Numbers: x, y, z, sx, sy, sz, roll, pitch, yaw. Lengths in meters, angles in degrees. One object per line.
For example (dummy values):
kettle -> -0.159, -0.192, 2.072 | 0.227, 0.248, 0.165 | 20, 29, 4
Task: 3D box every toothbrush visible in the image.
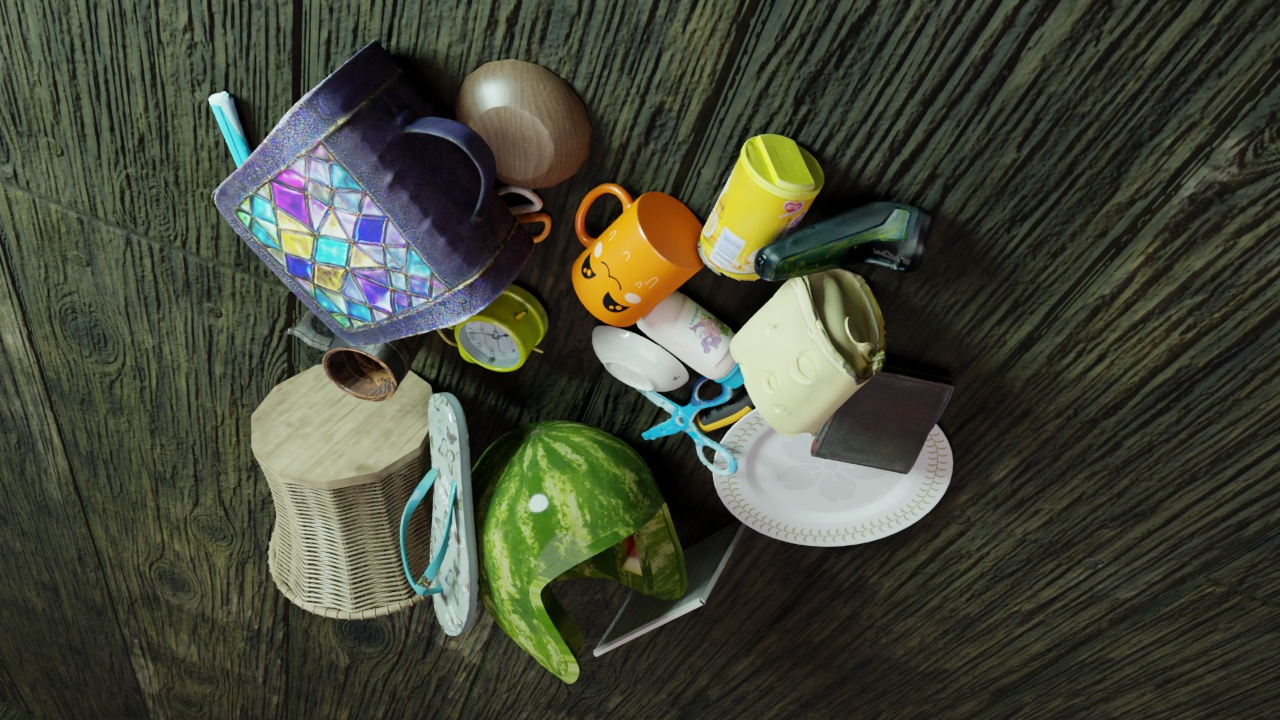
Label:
toothbrush -> 0.127, 0.028, 0.898 | 0.197, 0.031, 0.031 | -30, 128, 34

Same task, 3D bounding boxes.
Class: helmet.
helmet -> -0.081, 0.179, 0.975 | 0.243, 0.212, 0.247 | 25, 132, 43

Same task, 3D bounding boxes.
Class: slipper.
slipper -> -0.199, 0.164, 0.903 | 0.098, 0.054, 0.269 | 28, 120, 48

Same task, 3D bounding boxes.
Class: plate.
plate -> -0.005, 0.005, 0.884 | 0.104, 0.026, 0.104 | 25, 163, 8
plate -> 0.197, 0.112, 0.953 | 0.242, 0.016, 0.243 | 3, 132, 3

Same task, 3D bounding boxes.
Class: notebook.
notebook -> 0.035, 0.270, 1.091 | 0.009, 0.142, 0.210 | 46, 132, -5

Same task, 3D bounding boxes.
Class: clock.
clock -> -0.149, -0.033, 0.901 | 0.119, 0.056, 0.083 | 1, 135, 25

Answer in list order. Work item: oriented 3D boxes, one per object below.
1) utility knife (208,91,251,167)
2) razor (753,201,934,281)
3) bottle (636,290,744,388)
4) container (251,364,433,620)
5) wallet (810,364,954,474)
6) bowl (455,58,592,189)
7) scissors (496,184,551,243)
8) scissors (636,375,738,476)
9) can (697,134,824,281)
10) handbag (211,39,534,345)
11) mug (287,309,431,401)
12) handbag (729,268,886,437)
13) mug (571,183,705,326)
utility knife -> -0.362, -0.170, 0.859 | 0.022, 0.015, 0.181 | 11, 139, 11
razor -> 0.161, -0.086, 0.716 | 0.151, 0.067, 0.054 | -15, 142, -20
bottle -> 0.064, -0.013, 0.858 | 0.146, 0.051, 0.051 | 35, 134, -18
container -> -0.310, 0.133, 1.009 | 0.227, 0.226, 0.197 | 9, 129, 8
wallet -> 0.227, 0.054, 0.868 | 0.099, 0.031, 0.120 | 10, 129, -6
bowl -> -0.100, -0.185, 0.749 | 0.118, 0.030, 0.118 | 9, 136, 8
scissors -> -0.143, -0.129, 0.832 | 0.128, 0.013, 0.064 | -3, 133, 19
scissors -> 0.053, 0.055, 0.927 | 0.134, 0.011, 0.138 | 37, 129, 17
can -> 0.094, -0.120, 0.728 | 0.067, 0.067, 0.105 | 22, 137, -5
handbag -> -0.209, -0.133, 0.758 | 0.223, 0.125, 0.205 | -18, 122, 35
mug -> -0.270, -0.032, 0.901 | 0.115, 0.107, 0.080 | 29, 135, -13
handbag -> 0.148, -0.007, 0.790 | 0.081, 0.111, 0.120 | 5, 144, -28
mug -> -0.011, -0.100, 0.786 | 0.096, 0.077, 0.112 | -38, 84, 41
